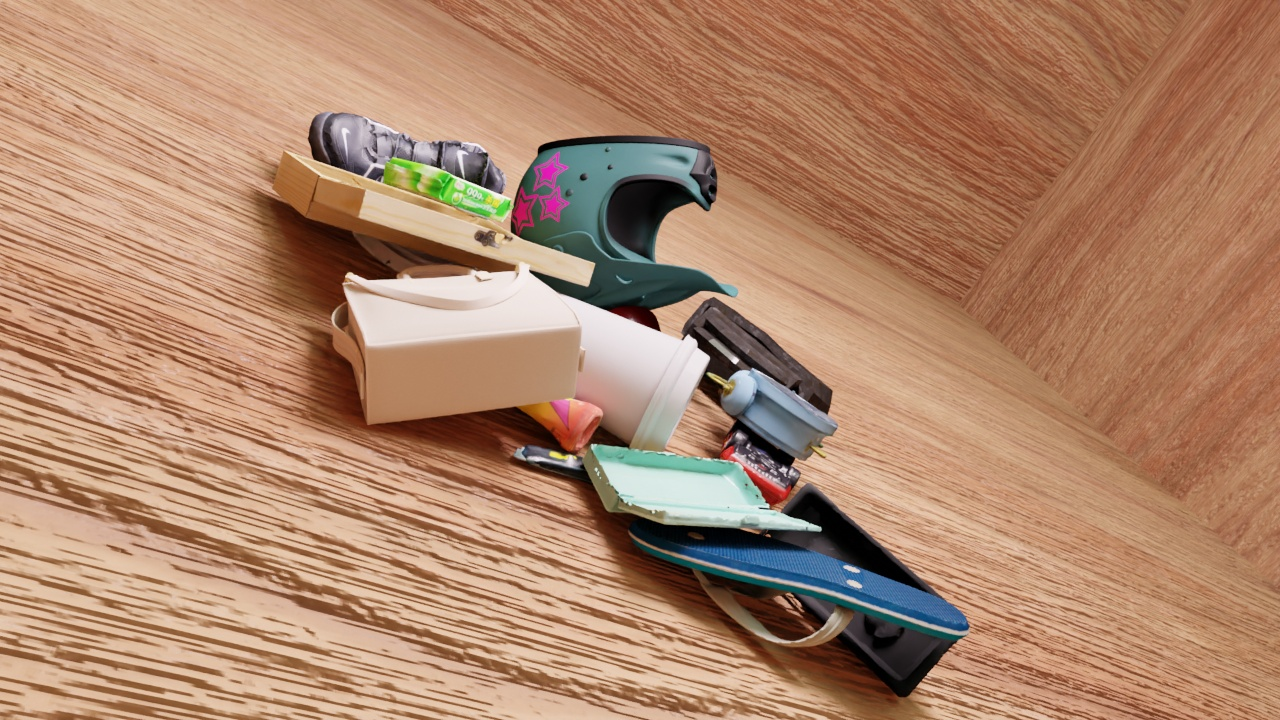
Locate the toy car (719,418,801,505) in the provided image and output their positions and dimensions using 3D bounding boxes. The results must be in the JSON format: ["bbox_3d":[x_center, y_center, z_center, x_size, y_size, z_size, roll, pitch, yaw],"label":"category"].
[{"bbox_3d":[0.127,0.111,1.011,0.081,0.056,0.189,35,10,3],"label":"toy car"}]

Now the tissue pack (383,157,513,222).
[{"bbox_3d":[-0.204,-0.180,0.978,0.100,0.034,0.113,22,5,31],"label":"tissue pack"}]

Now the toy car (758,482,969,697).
[{"bbox_3d":[0.200,0.216,0.861,0.192,0.094,0.071,41,-9,24],"label":"toy car"}]

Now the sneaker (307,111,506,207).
[{"bbox_3d":[-0.251,-0.225,1.065,0.151,0.097,0.252,-1,-5,30],"label":"sneaker"}]

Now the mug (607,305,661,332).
[{"bbox_3d":[-0.006,0.006,1.043,0.114,0.087,0.088,51,17,-54],"label":"mug"}]

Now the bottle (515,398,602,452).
[{"bbox_3d":[-0.103,0.030,0.852,0.134,0.048,0.071,33,1,10],"label":"bottle"}]

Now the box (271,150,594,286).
[{"bbox_3d":[-0.214,-0.140,0.935,0.246,0.068,0.254,13,4,-40],"label":"box"}]

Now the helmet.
[{"bbox_3d":[-0.022,-0.146,1.076,0.275,0.200,0.176,2,-3,23],"label":"helmet"}]

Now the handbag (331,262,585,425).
[{"bbox_3d":[-0.168,-0.037,0.798,0.194,0.101,0.198,-7,33,-24],"label":"handbag"}]

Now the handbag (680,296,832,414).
[{"bbox_3d":[0.138,0.010,1.190,0.197,0.102,0.199,42,6,25],"label":"handbag"}]

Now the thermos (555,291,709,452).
[{"bbox_3d":[-0.054,-0.003,0.919,0.222,0.132,0.131,27,19,5],"label":"thermos"}]

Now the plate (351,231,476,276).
[{"bbox_3d":[-0.255,-0.129,1.050,0.157,0.014,0.156,28,20,-12],"label":"plate"}]

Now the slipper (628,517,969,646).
[{"bbox_3d":[0.128,0.197,0.785,0.295,0.060,0.118,16,9,5],"label":"slipper"}]

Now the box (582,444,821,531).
[{"bbox_3d":[0.054,0.124,0.818,0.186,0.052,0.139,11,19,-35],"label":"box"}]

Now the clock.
[{"bbox_3d":[0.147,0.052,1.041,0.162,0.060,0.118,34,6,10],"label":"clock"}]

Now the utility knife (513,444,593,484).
[{"bbox_3d":[-0.042,0.101,0.832,0.172,0.020,0.028,18,21,-32],"label":"utility knife"}]
